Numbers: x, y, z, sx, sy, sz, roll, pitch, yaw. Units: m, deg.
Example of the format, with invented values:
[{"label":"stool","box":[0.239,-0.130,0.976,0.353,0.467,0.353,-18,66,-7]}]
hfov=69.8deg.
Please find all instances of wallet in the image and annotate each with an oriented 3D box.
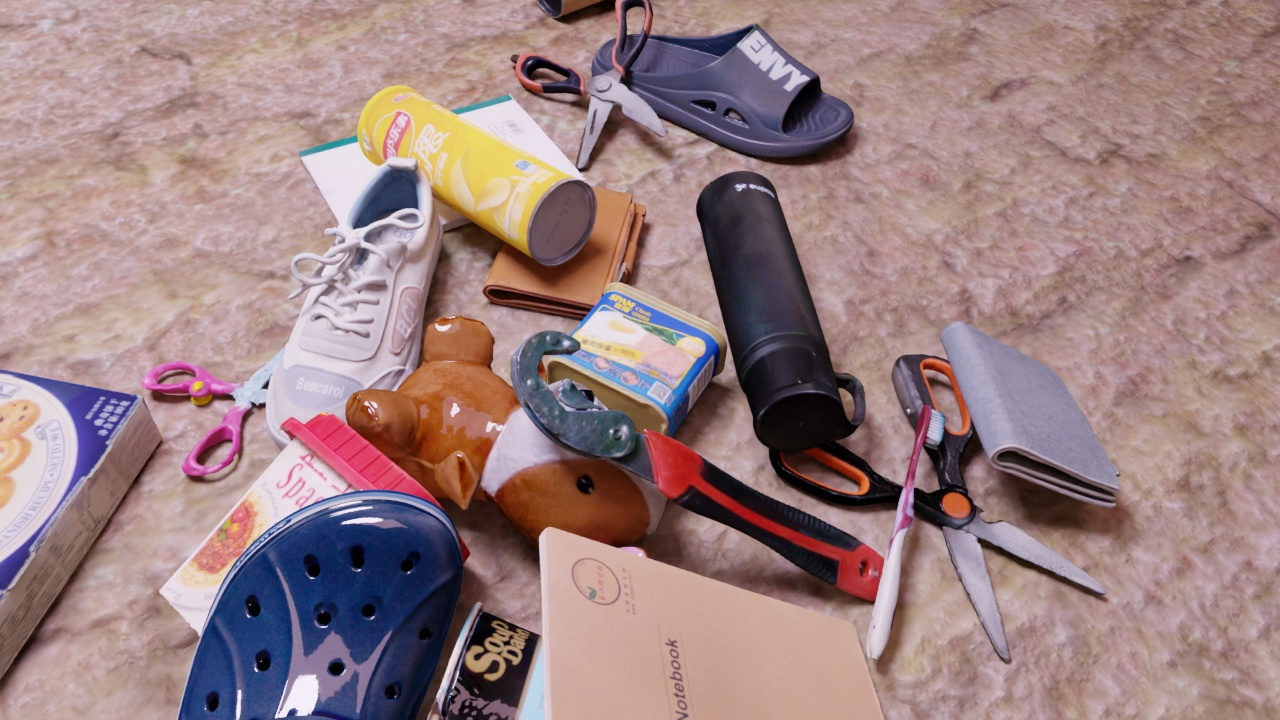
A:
[{"label":"wallet","box":[0.262,0.038,0.625,0.106,0.037,0.129,23,35,-16]},{"label":"wallet","box":[-0.057,-0.092,0.737,0.108,0.031,0.131,11,53,3]}]

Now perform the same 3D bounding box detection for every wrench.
[{"label":"wrench","box":[0.041,0.071,0.527,0.273,0.016,0.056,34,61,-17]}]

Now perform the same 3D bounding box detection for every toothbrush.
[{"label":"toothbrush","box":[0.168,0.103,0.577,0.017,0.016,0.187,23,55,3]}]

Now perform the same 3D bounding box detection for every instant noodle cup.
[{"label":"instant noodle cup","box":[-0.176,0.112,0.503,0.116,0.117,0.124,33,65,22]},{"label":"instant noodle cup","box":[-0.042,0.190,0.449,0.120,0.111,0.111,17,49,-1]}]

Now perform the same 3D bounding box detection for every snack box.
[{"label":"snack box","box":[-0.418,0.085,0.542,0.182,0.046,0.177,10,48,3]}]

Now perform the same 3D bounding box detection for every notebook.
[{"label":"notebook","box":[-0.175,-0.170,0.808,0.208,0.012,0.150,-23,54,-23]},{"label":"notebook","box":[0.045,0.167,0.455,0.207,0.008,0.147,23,31,-22]}]

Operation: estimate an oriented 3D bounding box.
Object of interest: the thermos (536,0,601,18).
[{"label":"thermos","box":[-0.048,-0.434,1.004,0.143,0.093,0.093,-36,60,-22]}]

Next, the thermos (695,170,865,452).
[{"label":"thermos","box":[0.100,-0.040,0.676,0.090,0.069,0.242,16,41,-23]}]

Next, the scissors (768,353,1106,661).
[{"label":"scissors","box":[0.191,0.085,0.614,0.232,0.022,0.220,10,54,5]}]

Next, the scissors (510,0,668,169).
[{"label":"scissors","box":[-0.035,-0.272,0.872,0.189,0.015,0.223,-46,57,-9]}]

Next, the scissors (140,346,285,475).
[{"label":"scissors","box":[-0.274,0.028,0.626,0.133,0.017,0.134,3,46,-7]}]

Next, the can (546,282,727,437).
[{"label":"can","box":[-0.004,0.004,0.642,0.102,0.057,0.083,26,54,17]}]

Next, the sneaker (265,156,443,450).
[{"label":"sneaker","box":[-0.191,-0.047,0.638,0.089,0.091,0.241,12,53,-3]}]

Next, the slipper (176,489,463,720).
[{"label":"slipper","box":[-0.153,0.175,0.391,0.105,0.095,0.252,20,79,-16]}]

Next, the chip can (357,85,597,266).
[{"label":"chip can","box":[-0.132,-0.149,0.721,0.213,0.072,0.071,32,53,30]}]

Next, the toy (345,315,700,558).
[{"label":"toy","box":[-0.066,0.051,0.560,0.199,0.131,0.139,29,46,8]}]

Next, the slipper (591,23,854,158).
[{"label":"slipper","box":[0.074,-0.273,0.875,0.268,0.083,0.110,23,53,16]}]
